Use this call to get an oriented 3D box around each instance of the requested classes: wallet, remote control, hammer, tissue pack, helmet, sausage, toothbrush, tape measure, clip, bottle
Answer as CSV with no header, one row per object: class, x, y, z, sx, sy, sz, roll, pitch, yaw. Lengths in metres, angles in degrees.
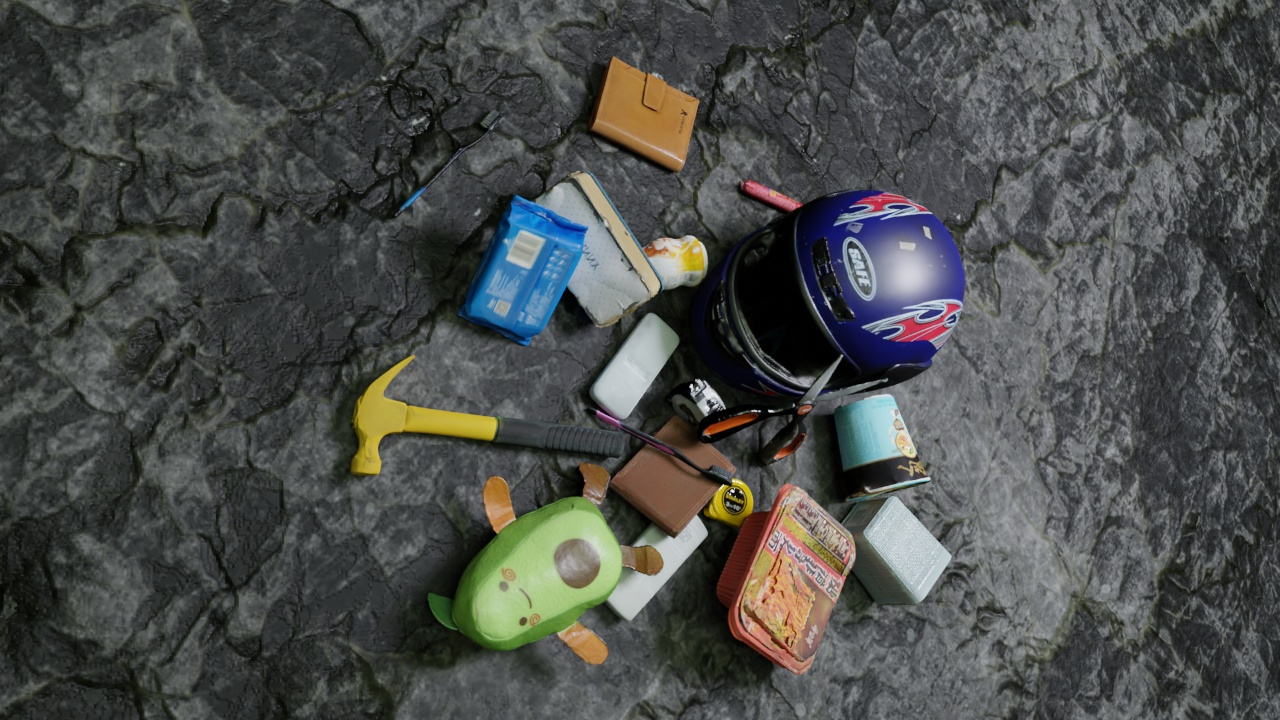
wallet,0.006,-0.310,1.159,0.131,0.031,0.107,22,72,-23
remote control,0.013,0.227,1.054,0.149,0.021,0.058,-42,94,-28
hammer,-0.157,0.074,0.994,0.300,0.033,0.128,10,76,-25
tissue pack,-0.129,-0.096,1.006,0.095,0.052,0.157,22,111,-21
helmet,0.240,-0.082,1.097,0.314,0.241,0.247,-12,78,-33
sausage,0.198,-0.211,1.242,0.155,0.020,0.020,20,71,-22
toothbrush,-0.218,-0.224,1.037,0.016,0.014,0.189,44,65,-11
wallet,0.038,0.135,1.070,0.101,0.032,0.124,41,61,10
toothbrush,0.023,0.097,1.060,0.189,0.014,0.017,27,47,2
tape measure,0.106,0.172,1.109,0.060,0.029,0.057,24,70,-20
remote control,-0.006,0.006,1.091,0.056,0.020,0.135,42,64,-14
clip,0.174,-0.030,1.195,0.034,0.013,0.054,50,62,-10
tape measure,0.069,0.056,1.093,0.033,0.066,0.066,-41,97,-23
bottle,0.024,-0.116,1.109,0.108,0.063,0.063,-8,83,-14

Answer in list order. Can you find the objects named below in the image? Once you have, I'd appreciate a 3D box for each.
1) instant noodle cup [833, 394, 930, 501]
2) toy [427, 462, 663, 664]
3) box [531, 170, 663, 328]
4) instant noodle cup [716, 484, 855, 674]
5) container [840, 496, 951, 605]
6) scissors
instant noodle cup,0.302,0.110,1.183,0.111,0.111,0.120,-6,75,-28
toy,-0.094,0.217,0.965,0.246,0.090,0.227,-32,88,-32
box,-0.050,-0.121,1.051,0.184,0.090,0.061,58,22,-9
instant noodle cup,0.164,0.256,1.078,0.164,0.079,0.188,43,63,-33
container,0.315,0.239,1.168,0.111,0.090,0.090,50,62,-7
scissors,0.174,0.066,1.070,0.234,0.221,0.021,-12,58,-6
